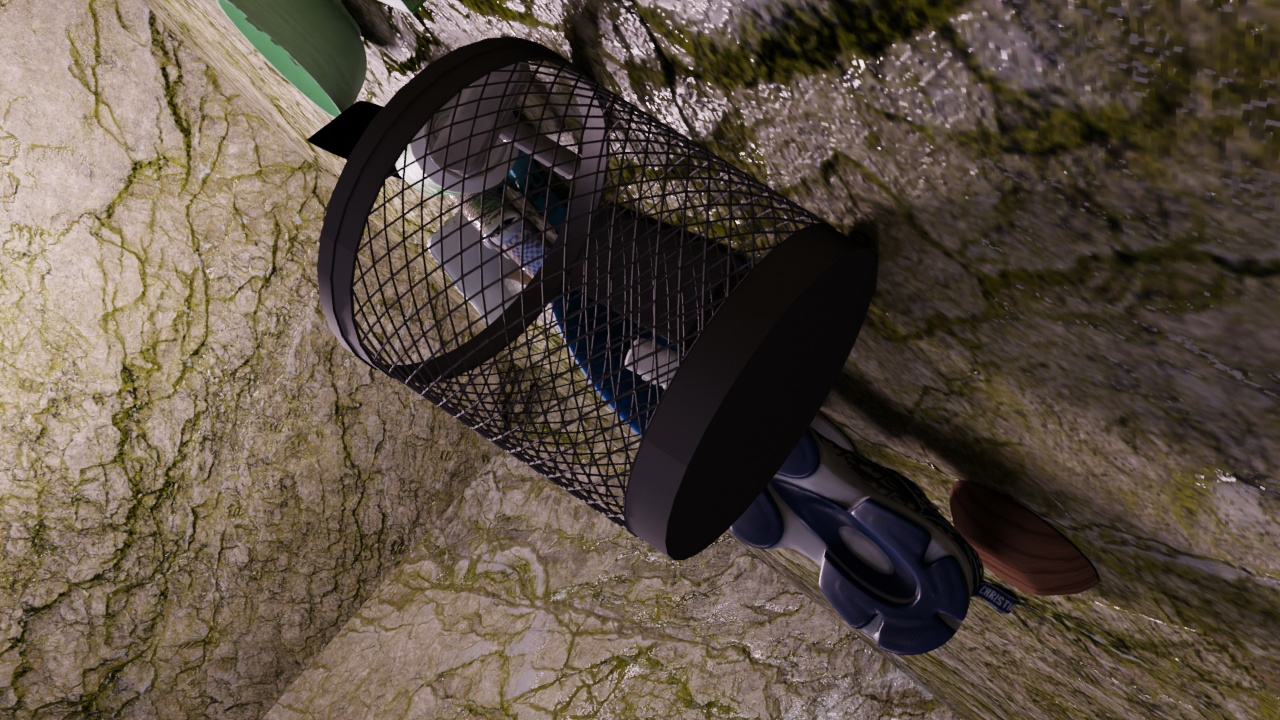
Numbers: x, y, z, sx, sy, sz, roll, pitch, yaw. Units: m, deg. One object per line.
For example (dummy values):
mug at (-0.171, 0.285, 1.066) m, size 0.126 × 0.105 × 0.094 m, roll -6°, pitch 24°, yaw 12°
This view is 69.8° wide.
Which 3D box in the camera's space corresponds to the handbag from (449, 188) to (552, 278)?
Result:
handbag at (-0.124, -0.120, 0.879) m, size 0.124 × 0.047 × 0.186 m, roll 42°, pitch -176°, yaw -37°

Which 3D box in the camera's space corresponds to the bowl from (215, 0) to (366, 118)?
bowl at (-0.314, -0.306, 0.861) m, size 0.151 × 0.077 × 0.151 m, roll 40°, pitch 172°, yaw 7°

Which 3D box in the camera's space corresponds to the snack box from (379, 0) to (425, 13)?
snack box at (-0.223, -0.311, 0.599) m, size 0.132 × 0.027 × 0.168 m, roll 35°, pitch 170°, yaw 40°

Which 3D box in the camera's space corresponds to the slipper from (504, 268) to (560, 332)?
slipper at (-0.036, -0.046, 1.044) m, size 0.263 × 0.052 × 0.115 m, roll 26°, pitch 161°, yaw 19°

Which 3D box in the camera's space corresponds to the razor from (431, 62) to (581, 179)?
razor at (-0.082, -0.159, 0.656) m, size 0.047 × 0.088 × 0.116 m, roll 35°, pitch -171°, yaw 35°

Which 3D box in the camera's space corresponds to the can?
can at (-0.158, -0.182, 0.765) m, size 0.088 × 0.087 × 0.140 m, roll 44°, pitch 171°, yaw -22°

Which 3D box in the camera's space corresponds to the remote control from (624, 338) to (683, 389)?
remote control at (0.043, 0.016, 0.659) m, size 0.114 × 0.028 × 0.060 m, roll 23°, pitch -178°, yaw 15°

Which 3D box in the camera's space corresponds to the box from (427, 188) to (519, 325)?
box at (-0.191, -0.140, 1.100) m, size 0.105 × 0.129 × 0.210 m, roll 37°, pitch 165°, yaw 33°

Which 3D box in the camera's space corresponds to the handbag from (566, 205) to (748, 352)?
handbag at (0.059, -0.028, 0.747) m, size 0.195 × 0.072 × 0.176 m, roll 34°, pitch 178°, yaw -40°

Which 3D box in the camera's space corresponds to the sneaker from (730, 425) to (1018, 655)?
sneaker at (0.153, 0.106, 0.694) m, size 0.132 × 0.103 × 0.269 m, roll 8°, pitch -156°, yaw -46°

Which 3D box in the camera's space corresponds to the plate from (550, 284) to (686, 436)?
plate at (-0.005, 0.005, 0.803) m, size 0.224 × 0.024 × 0.223 m, roll 41°, pitch -156°, yaw -23°

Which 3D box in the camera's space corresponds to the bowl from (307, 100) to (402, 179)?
bowl at (-0.241, -0.209, 0.858) m, size 0.124 × 0.052 × 0.124 m, roll 21°, pitch -169°, yaw -4°

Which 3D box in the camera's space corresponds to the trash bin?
trash bin at (-0.018, -0.032, 0.517) m, size 0.227 × 0.217 × 0.218 m, roll 33°, pitch 170°, yaw 22°

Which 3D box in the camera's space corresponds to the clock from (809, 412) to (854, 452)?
clock at (0.164, 0.081, 0.864) m, size 0.122 × 0.035 × 0.094 m, roll 42°, pitch 172°, yaw -14°

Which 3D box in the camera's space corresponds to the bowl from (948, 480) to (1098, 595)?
bowl at (0.274, 0.140, 0.682) m, size 0.119 × 0.032 × 0.119 m, roll 40°, pitch 172°, yaw 7°

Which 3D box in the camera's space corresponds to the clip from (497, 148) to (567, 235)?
clip at (-0.096, -0.153, 0.856) m, size 0.120 × 0.033 × 0.122 m, roll 48°, pitch 171°, yaw -20°
